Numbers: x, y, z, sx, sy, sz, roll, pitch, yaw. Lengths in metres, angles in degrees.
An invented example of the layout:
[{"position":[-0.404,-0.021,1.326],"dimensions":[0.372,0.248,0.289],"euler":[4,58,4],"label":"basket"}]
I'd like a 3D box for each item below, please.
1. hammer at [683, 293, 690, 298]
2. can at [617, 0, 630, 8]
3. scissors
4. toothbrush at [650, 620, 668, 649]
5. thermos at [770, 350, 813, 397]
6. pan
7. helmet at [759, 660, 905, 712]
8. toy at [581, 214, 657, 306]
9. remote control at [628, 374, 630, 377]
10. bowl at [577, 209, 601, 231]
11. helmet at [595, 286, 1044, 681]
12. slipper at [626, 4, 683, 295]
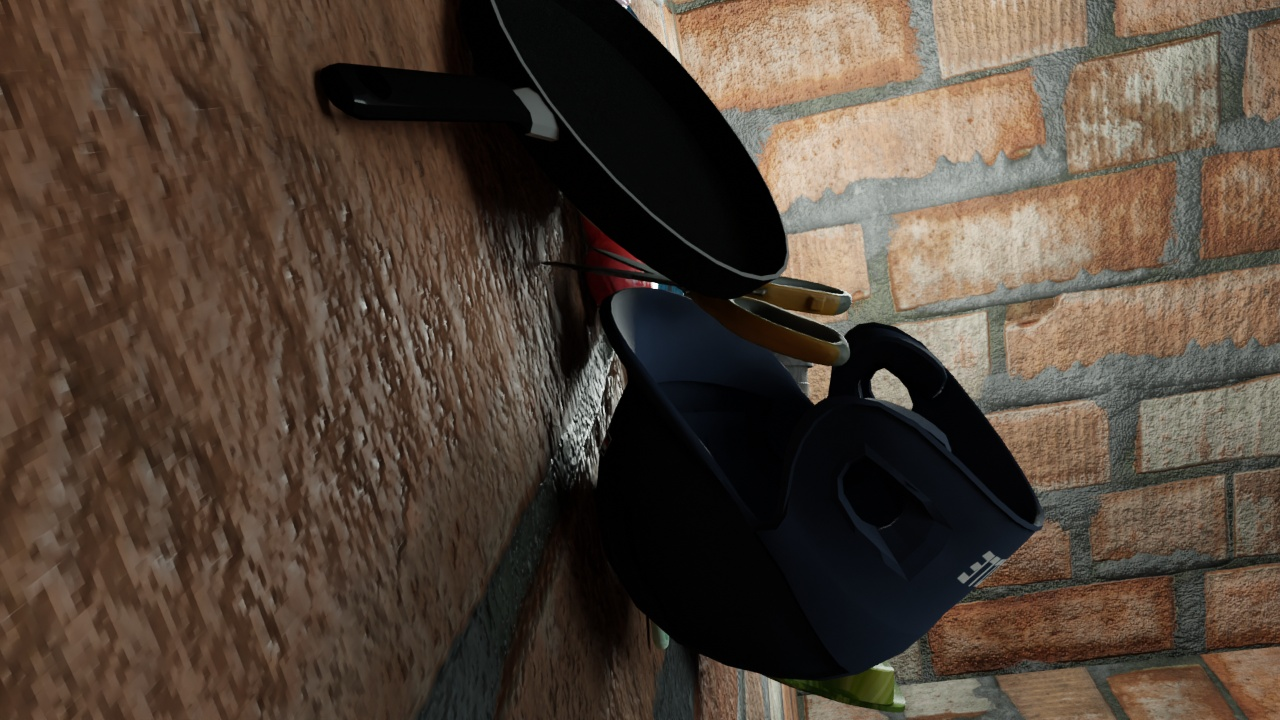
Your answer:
[{"position":[0.083,0.022,1.099],"dimensions":[0.176,0.079,0.326],"euler":[-20,101,-81],"label":"hammer"},{"position":[-0.045,-0.259,0.590],"dimensions":[0.067,0.067,0.076],"euler":[-60,140,-76],"label":"can"},{"position":[0.057,-0.040,0.557],"dimensions":[0.229,0.225,0.016],"euler":[-2,111,-42],"label":"scissors"},{"position":[0.011,0.144,0.703],"dimensions":[0.022,0.015,0.154],"euler":[34,41,-42],"label":"toothbrush"},{"position":[0.158,0.088,1.273],"dimensions":[0.172,0.173,0.226],"euler":[20,67,-80],"label":"thermos"},{"position":[-0.029,-0.114,0.439],"dimensions":[0.225,0.034,0.355],"euler":[54,27,4],"label":"pan"},{"position":[0.161,0.207,0.905],"dimensions":[0.213,0.247,0.243],"euler":[-69,-162,6],"label":"helmet"},{"position":[-0.012,-0.059,0.661],"dimensions":[0.091,0.045,0.135],"euler":[40,34,-70],"label":"toy"},{"position":[-0.005,0.005,0.771],"dimensions":[0.030,0.009,0.140],"euler":[26,55,-80],"label":"remote control"},{"position":[-0.004,-0.130,0.618],"dimensions":[0.150,0.075,0.150],"euler":[32,36,-27],"label":"bowl"},{"position":[0.070,0.063,0.557],"dimensions":[0.272,0.224,0.231],"euler":[50,21,2],"label":"helmet"},{"position":[0.009,-0.151,0.737],"dimensions":[0.118,0.060,0.295],"euler":[-22,106,-56],"label":"slipper"}]
